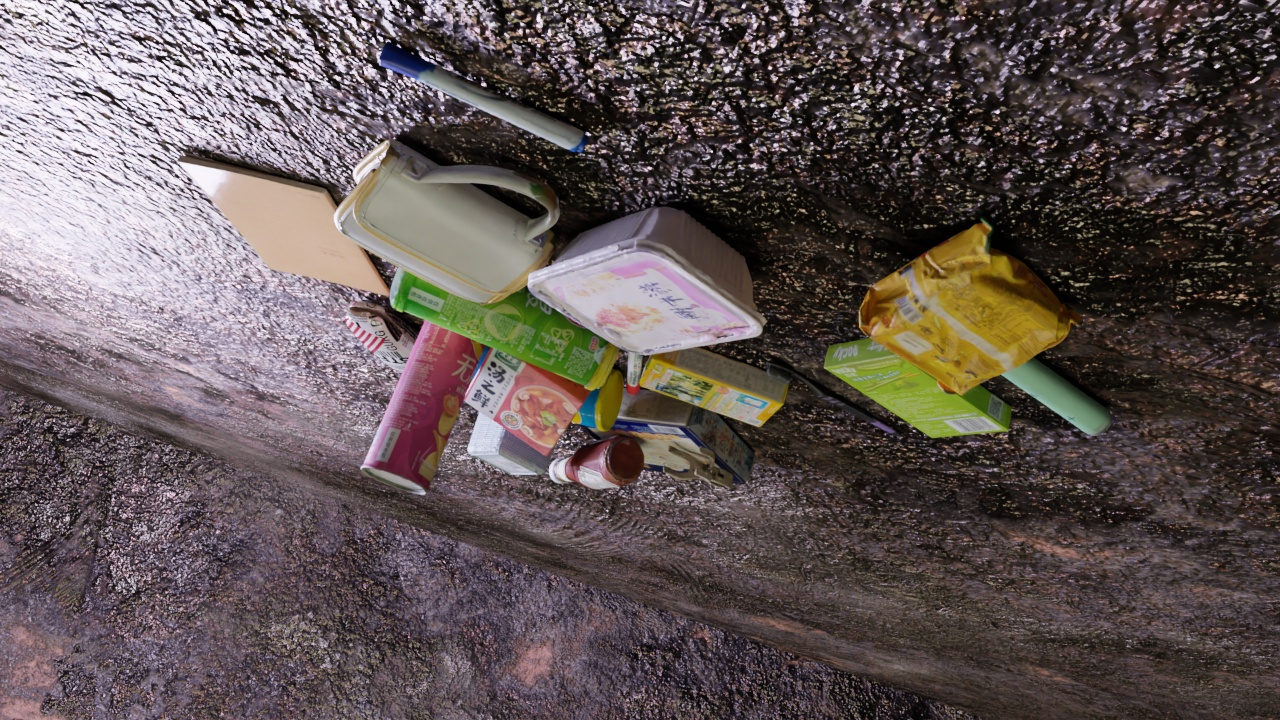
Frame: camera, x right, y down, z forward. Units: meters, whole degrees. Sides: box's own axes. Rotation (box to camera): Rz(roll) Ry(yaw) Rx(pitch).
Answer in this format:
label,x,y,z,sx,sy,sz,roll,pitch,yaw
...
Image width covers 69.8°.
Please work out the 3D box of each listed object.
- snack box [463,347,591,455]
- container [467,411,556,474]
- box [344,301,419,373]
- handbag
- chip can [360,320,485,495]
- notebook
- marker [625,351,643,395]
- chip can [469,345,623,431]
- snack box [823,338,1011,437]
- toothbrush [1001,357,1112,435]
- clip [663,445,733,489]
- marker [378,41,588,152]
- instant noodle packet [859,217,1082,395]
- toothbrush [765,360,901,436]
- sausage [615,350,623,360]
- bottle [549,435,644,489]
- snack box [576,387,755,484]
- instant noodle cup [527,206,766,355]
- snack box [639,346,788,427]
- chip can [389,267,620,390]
label,x,y,z,sx,sy,sz,roll,pitch,yaw
snack box,-0.114,0.024,0.976,0.113,0.044,0.127,34,131,-1
container,-0.154,0.081,1.161,0.090,0.111,0.090,33,155,-34
box,-0.299,-0.018,1.113,0.072,0.059,0.164,25,165,30
handbag,-0.149,-0.116,0.752,0.163,0.063,0.179,28,153,-28
chip can,-0.211,0.027,0.935,0.071,0.210,0.071,16,160,6
notebook,-0.353,-0.132,0.937,0.149,0.012,0.212,14,159,7
marker,-0.006,0.006,0.987,0.017,0.017,0.145,16,159,4
chip can,-0.129,0.025,1.060,0.210,0.071,0.071,12,158,17
snack box,0.247,0.025,0.816,0.156,0.026,0.086,29,156,-27
toothbrush,0.298,0.005,0.726,0.224,0.026,0.027,28,179,-25
clip,0.063,0.127,1.085,0.094,0.035,0.102,6,163,17
marker,-0.104,-0.176,0.619,0.145,0.016,0.017,22,159,-11
instant noodle packet,0.225,-0.033,0.637,0.128,0.044,0.111,31,129,-32
toothbrush,0.196,0.043,0.919,0.189,0.016,0.014,27,157,-26
sausage,-0.090,-0.014,0.998,0.165,0.021,0.021,6,156,30
bottle,-0.064,0.134,1.169,0.059,0.059,0.207,26,159,-21
snack box,0.024,0.091,1.133,0.178,0.045,0.182,4,155,33
instant noodle cup,0.007,-0.066,0.741,0.138,0.060,0.174,32,154,-32
snack box,0.074,0.023,0.945,0.140,0.033,0.087,17,159,-2
chip can,-0.130,-0.043,0.891,0.221,0.072,0.073,23,158,-13
